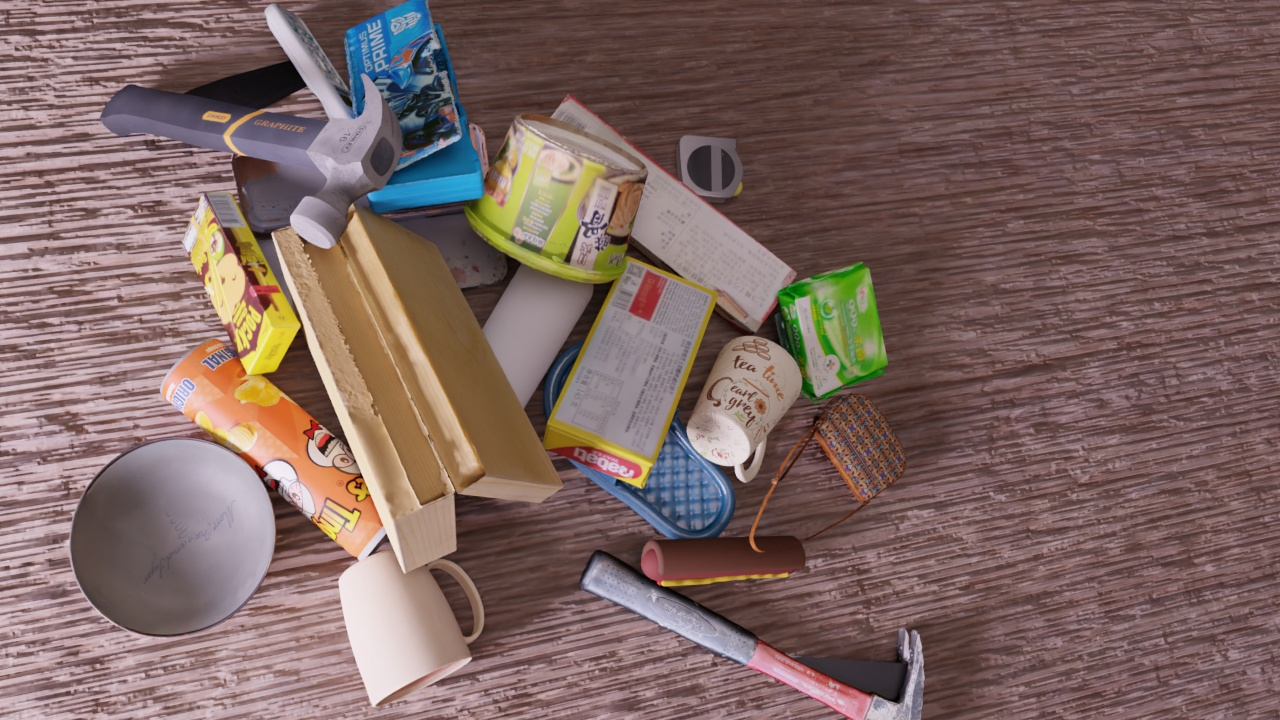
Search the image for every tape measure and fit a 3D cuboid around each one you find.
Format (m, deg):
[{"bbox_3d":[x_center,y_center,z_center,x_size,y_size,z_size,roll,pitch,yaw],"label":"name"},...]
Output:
[{"bbox_3d":[0.068,-0.188,0.896,0.064,0.017,0.065,2,78,-11],"label":"tape measure"}]

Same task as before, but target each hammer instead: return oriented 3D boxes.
[{"bbox_3d":[-0.320,-0.177,0.723,0.313,0.035,0.139,15,65,27],"label":"hammer"},{"bbox_3d":[0.101,0.246,0.806,0.326,0.036,0.140,28,76,-4],"label":"hammer"}]

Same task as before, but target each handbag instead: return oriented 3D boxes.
[{"bbox_3d":[0.158,0.111,0.820,0.195,0.043,0.093,-37,95,-33],"label":"handbag"}]

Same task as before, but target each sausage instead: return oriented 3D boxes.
[{"bbox_3d":[0.072,0.173,0.794,0.155,0.040,0.040,3,77,-25],"label":"sausage"}]

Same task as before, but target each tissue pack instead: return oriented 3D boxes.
[{"bbox_3d":[0.179,-0.028,0.857,0.099,0.034,0.114,-21,105,-24],"label":"tissue pack"}]

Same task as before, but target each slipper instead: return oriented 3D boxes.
[{"bbox_3d":[-0.002,0.076,0.807,0.103,0.059,0.213,-42,91,-14],"label":"slipper"}]

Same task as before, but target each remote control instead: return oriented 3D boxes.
[{"bbox_3d":[-0.290,-0.257,0.822,0.022,0.050,0.133,-34,87,10],"label":"remote control"},{"bbox_3d":[-0.359,-0.238,0.822,0.124,0.010,0.039,-27,85,-16],"label":"remote control"}]

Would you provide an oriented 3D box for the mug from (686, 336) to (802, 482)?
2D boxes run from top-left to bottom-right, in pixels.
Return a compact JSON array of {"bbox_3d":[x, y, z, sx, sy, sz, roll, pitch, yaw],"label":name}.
[{"bbox_3d":[0.091,0.055,0.814,0.081,0.122,0.097,9,40,28],"label":"mug"}]

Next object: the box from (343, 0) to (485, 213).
[{"bbox_3d":[-0.196,-0.223,0.765,0.091,0.066,0.243,-11,48,-12],"label":"box"}]

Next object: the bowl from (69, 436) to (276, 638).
[{"bbox_3d":[-0.358,0.138,0.722,0.150,0.057,0.150,2,79,-10],"label":"bowl"}]

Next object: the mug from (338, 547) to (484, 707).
[{"bbox_3d":[-0.181,0.205,0.738,0.111,0.085,0.104,-14,68,-42],"label":"mug"}]

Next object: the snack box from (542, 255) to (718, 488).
[{"bbox_3d":[-0.005,0.005,0.781,0.092,0.042,0.200,22,52,1],"label":"snack box"}]

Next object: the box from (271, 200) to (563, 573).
[{"bbox_3d":[-0.179,0.010,0.695,0.148,0.141,0.248,-27,69,-11],"label":"box"}]

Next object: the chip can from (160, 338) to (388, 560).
[{"bbox_3d":[-0.285,0.073,0.747,0.210,0.062,0.062,40,74,-1],"label":"chip can"}]

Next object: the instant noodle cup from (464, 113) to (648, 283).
[{"bbox_3d":[-0.064,-0.138,0.764,0.146,0.146,0.098,23,110,-6],"label":"instant noodle cup"}]

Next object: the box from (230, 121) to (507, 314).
[{"bbox_3d":[-0.234,-0.126,0.808,0.216,0.063,0.157,-11,89,-14],"label":"box"}]

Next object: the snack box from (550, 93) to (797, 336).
[{"bbox_3d":[0.018,-0.134,0.863,0.273,0.044,0.076,37,80,-1],"label":"snack box"}]

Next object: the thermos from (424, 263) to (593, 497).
[{"bbox_3d":[-0.136,0.006,0.792,0.101,0.068,0.229,28,75,6],"label":"thermos"}]

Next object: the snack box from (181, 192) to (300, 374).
[{"bbox_3d":[-0.327,-0.064,0.747,0.025,0.061,0.149,-8,57,-50],"label":"snack box"}]
